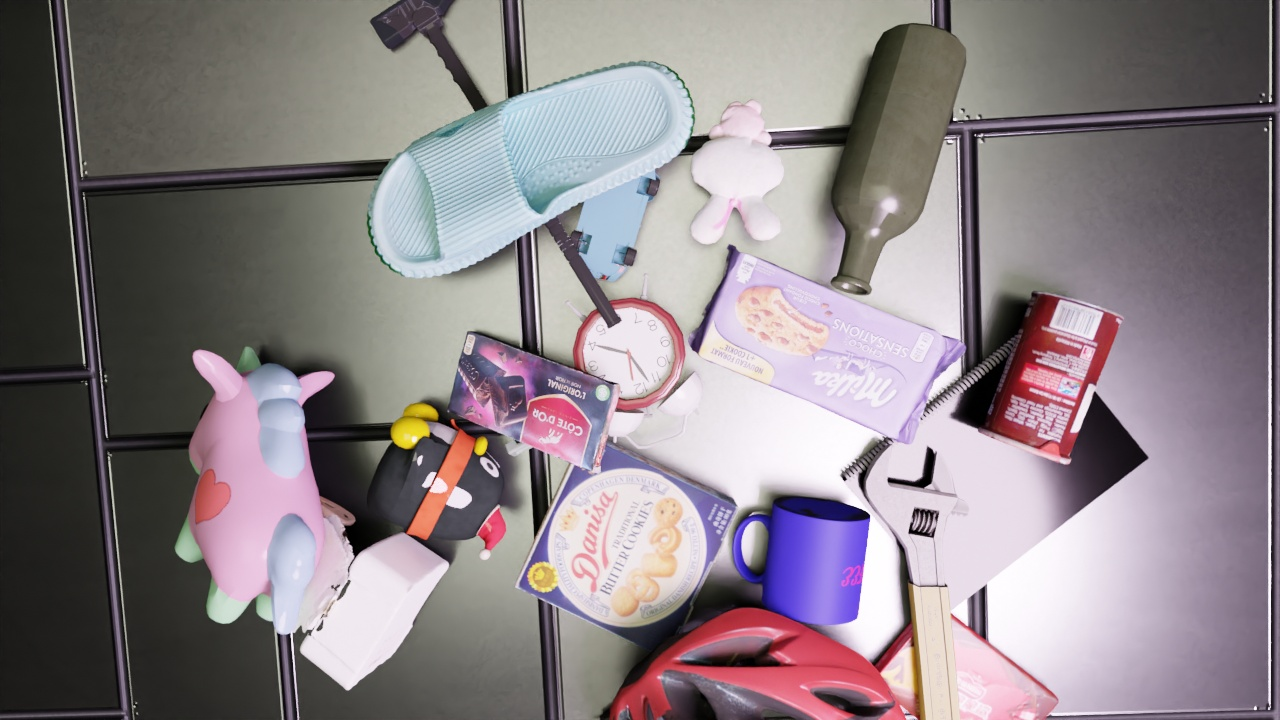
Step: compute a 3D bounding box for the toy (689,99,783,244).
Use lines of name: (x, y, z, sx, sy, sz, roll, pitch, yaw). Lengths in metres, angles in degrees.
toy: (0.079, -0.153, 0.750, 0.076, 0.037, 0.125, 1, 74, 6)

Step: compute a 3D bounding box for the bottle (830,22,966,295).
bottle: (0.192, -0.152, 0.712, 0.071, 0.071, 0.206, 18, 84, 1)

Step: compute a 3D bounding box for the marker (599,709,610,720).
marker: (0.023, 0.287, 0.798, 0.145, 0.019, 0.019, -28, 93, 4)

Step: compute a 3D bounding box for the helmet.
helmet: (0.102, 0.322, 0.725, 0.272, 0.166, 0.218, 34, 111, -20)

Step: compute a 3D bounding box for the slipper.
slipper: (-0.089, -0.156, 0.704, 0.276, 0.069, 0.116, -23, 82, 2)

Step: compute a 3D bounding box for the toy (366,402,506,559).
toy: (-0.160, 0.103, 0.757, 0.119, 0.097, 0.100, 27, 95, -9)

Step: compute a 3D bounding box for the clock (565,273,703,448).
clock: (-0.004, 0.004, 0.762, 0.096, 0.048, 0.137, -19, 92, 4)

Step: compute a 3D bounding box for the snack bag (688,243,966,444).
snack bag: (0.149, -0.012, 0.749, 0.205, 0.058, 0.096, 24, 97, 1)

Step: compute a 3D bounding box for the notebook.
notebook: (0.296, 0.089, 0.773, 0.207, 0.016, 0.149, -40, 93, 5)

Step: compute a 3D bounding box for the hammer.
hammer: (-0.099, -0.169, 0.746, 0.095, 0.015, 0.325, -32, 84, 2)

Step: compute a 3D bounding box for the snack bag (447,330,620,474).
snack bag: (-0.090, 0.031, 0.755, 0.155, 0.018, 0.074, 19, 99, 24)

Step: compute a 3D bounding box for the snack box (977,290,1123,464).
snack box: (0.321, 0.013, 0.720, 0.072, 0.072, 0.121, 19, 95, 1)

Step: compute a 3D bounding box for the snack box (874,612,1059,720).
snack box: (0.275, 0.279, 0.784, 0.133, 0.021, 0.089, 38, 94, 0)

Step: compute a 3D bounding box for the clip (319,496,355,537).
clip: (-0.277, 0.132, 0.799, 0.062, 0.025, 0.047, -1, 90, 10)

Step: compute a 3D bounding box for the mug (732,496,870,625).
mug: (0.130, 0.160, 0.760, 0.111, 0.079, 0.083, 8, 95, 28)

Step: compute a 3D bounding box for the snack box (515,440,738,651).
snack box: (-0.012, 0.155, 0.778, 0.145, 0.042, 0.144, 25, 94, 0)

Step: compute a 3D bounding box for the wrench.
wrench: (0.236, 0.204, 0.761, 0.083, 0.018, 0.273, -5, 92, 4)

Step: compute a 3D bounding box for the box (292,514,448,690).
box: (-0.250, 0.185, 0.764, 0.130, 0.103, 0.110, 31, 96, 8)

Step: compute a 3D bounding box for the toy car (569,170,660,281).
toy car: (-0.022, -0.122, 0.764, 0.060, 0.027, 0.108, 18, 105, 1)

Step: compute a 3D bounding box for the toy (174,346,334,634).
toy: (-0.300, 0.100, 0.728, 0.222, 0.120, 0.171, 40, 108, 39)

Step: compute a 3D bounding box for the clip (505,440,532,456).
clip: (-0.080, 0.056, 0.781, 0.076, 0.023, 0.047, -20, 77, 4)
